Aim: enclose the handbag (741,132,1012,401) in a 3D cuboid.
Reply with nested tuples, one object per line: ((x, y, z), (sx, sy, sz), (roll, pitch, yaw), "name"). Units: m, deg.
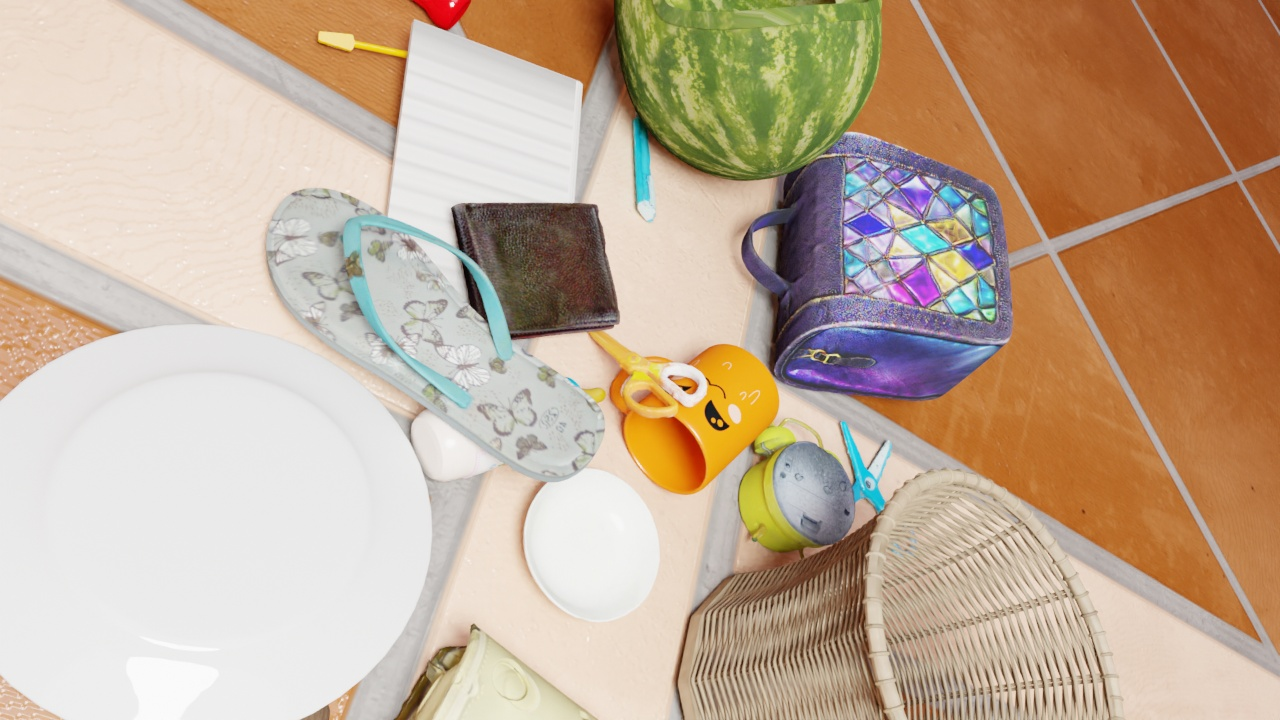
((0.198, -0.079, 0.813), (0.222, 0.126, 0.204), (12, 61, -8), "handbag")

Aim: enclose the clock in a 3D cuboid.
((0.126, 0.099, 0.731), (0.083, 0.057, 0.118), (29, 56, -19), "clock")

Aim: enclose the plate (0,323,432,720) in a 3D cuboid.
((-0.229, 0.079, 0.499), (0.242, 0.016, 0.242), (18, 51, -24), "plate")

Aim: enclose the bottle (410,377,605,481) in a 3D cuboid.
((-0.081, 0.040, 0.621), (0.145, 0.051, 0.051), (-16, 78, -38), "bottle")

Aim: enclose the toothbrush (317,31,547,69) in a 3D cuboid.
((-0.151, -0.233, 0.718), (0.196, 0.031, 0.031), (2, 93, -31), "toothbrush")

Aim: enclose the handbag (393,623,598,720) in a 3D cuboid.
((-0.082, 0.225, 0.515), (0.119, 0.081, 0.110), (38, 40, -11), "handbag")

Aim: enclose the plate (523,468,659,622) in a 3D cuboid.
((-0.037, 0.127, 0.626), (0.104, 0.026, 0.104), (15, 62, -29), "plate")

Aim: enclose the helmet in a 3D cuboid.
((0.087, -0.269, 0.761), (0.213, 0.244, 0.247), (-8, 75, -13), "helmet")

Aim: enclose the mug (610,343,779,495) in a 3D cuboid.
((0.033, 0.034, 0.696), (0.112, 0.078, 0.095), (33, 46, 22), "mug")

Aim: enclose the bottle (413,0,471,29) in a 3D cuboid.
((-0.190, -0.314, 0.724), (0.119, 0.036, 0.036), (39, 52, -12), "bottle")

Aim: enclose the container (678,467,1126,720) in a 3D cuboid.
((0.160, 0.209, 0.602), (0.226, 0.197, 0.226), (18, 56, -30), "container")

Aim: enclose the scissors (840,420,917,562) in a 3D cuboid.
((0.192, 0.117, 0.798), (0.137, 0.011, 0.134), (-10, 77, -36), "scissors")

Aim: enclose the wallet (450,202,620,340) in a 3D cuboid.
((-0.075, -0.066, 0.672), (0.119, 0.031, 0.099), (-8, 84, -35), "wallet")

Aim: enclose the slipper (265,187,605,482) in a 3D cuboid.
((-0.134, -0.025, 0.572), (0.269, 0.055, 0.098), (41, 54, 9), "slipper")

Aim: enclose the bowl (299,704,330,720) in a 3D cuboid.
((-0.215, 0.191, 0.471), (0.117, 0.030, 0.117), (15, 61, -28), "bowl")

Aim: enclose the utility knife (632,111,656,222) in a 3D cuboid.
((0.001, -0.203, 0.818), (0.022, 0.015, 0.180), (36, 43, -53), "utility knife")

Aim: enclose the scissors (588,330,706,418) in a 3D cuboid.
((-0.002, 0.002, 0.670), (0.064, 0.013, 0.128), (-20, 38, -24), "scissors")

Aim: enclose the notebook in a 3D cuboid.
((-0.114, -0.139, 0.690), (0.142, 0.009, 0.209), (12, 71, -29), "notebook")
